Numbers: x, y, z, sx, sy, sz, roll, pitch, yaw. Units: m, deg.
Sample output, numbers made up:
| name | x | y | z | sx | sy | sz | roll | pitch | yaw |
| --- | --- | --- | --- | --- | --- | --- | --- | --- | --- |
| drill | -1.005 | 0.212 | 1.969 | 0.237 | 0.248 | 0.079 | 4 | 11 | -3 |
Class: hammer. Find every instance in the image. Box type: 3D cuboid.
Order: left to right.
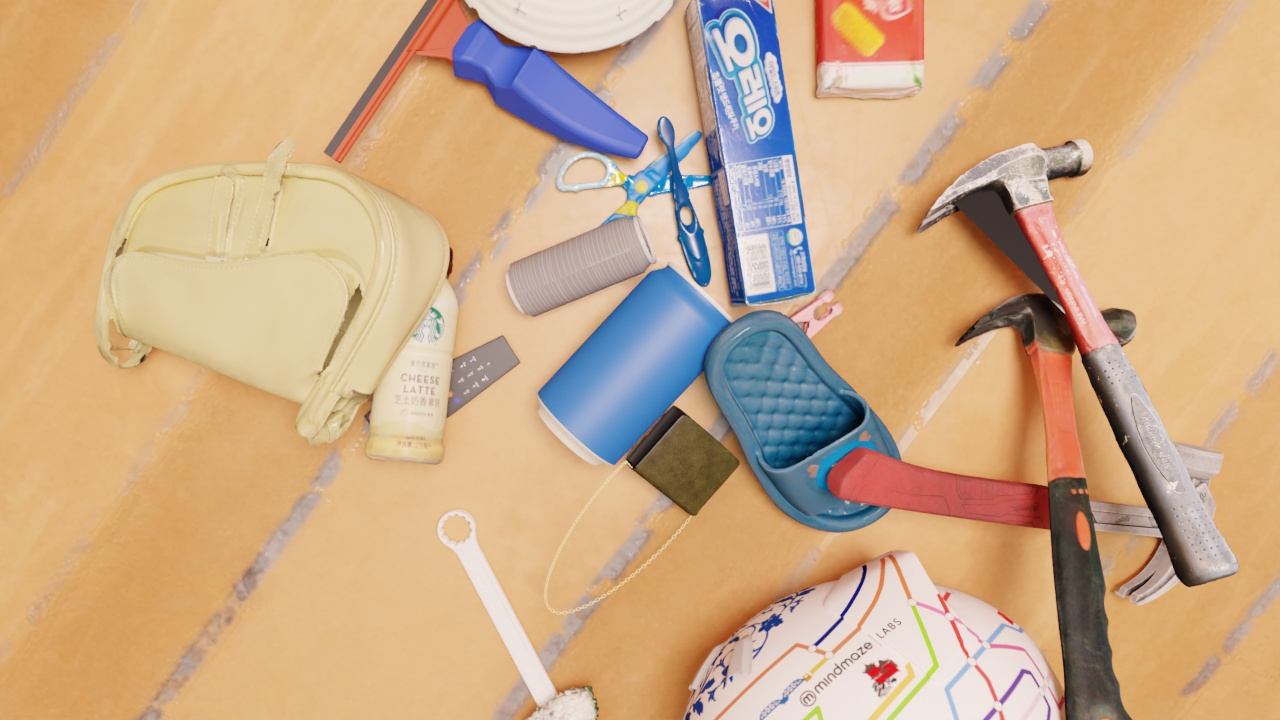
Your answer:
| name | x | y | z | sx | sy | sz | roll | pitch | yaw |
| --- | --- | --- | --- | --- | --- | --- | --- | --- | --- |
| hammer | 0.285 | 0.109 | 0.680 | 0.315 | 0.036 | 0.126 | 9 | 97 | -15 |
| hammer | 0.292 | 0.097 | 0.624 | 0.133 | 0.033 | 0.332 | 9 | 60 | -5 |
| hammer | 0.309 | -0.004 | 0.635 | 0.140 | 0.036 | 0.325 | -15 | 70 | -6 |

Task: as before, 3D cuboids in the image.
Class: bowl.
| name | x | y | z | sx | sy | sz | roll | pitch | yaw |
| --- | --- | --- | --- | --- | --- | --- | --- | --- | --- |
| bowl | -0.049 | -0.308 | 0.627 | 0.177 | 0.071 | 0.177 | 1 | 78 | -5 |

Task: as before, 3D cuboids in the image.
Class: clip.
| name | x | y | z | sx | sy | sz | roll | pitch | yaw |
| --- | --- | --- | --- | --- | --- | --- | --- | --- | --- |
| clip | 0.126 | -0.034 | 0.704 | 0.058 | 0.022 | 0.037 | -37 | 92 | -3 |

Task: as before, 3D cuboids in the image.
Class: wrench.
| name | x | y | z | sx | sy | sz | roll | pitch | yaw |
| --- | --- | --- | --- | --- | --- | --- | --- | --- | --- |
| wrench | -0.090 | 0.240 | 0.730 | 0.047 | 0.009 | 0.273 | -27 | 95 | 1 |

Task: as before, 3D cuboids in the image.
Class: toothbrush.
| name | x | y | z | sx | sy | sz | roll | pitch | yaw |
| --- | --- | --- | --- | --- | --- | --- | --- | --- | --- |
| toothbrush | 0.032 | -0.118 | 0.689 | 0.021 | 0.016 | 0.132 | -18 | 109 | -5 |

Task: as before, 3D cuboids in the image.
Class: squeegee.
| name | x | y | z | sx | sy | sz | roll | pitch | yaw |
| --- | --- | --- | --- | --- | --- | --- | --- | --- | --- |
| squeegee | -0.079 | -0.200 | 0.668 | 0.185 | 0.055 | 0.249 | 29 | 77 | -2 |

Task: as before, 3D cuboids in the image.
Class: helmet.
| name | x | y | z | sx | sy | sz | roll | pitch | yaw |
| --- | --- | --- | --- | --- | --- | --- | --- | --- | --- |
| helmet | 0.138 | 0.284 | 0.625 | 0.314 | 0.231 | 0.236 | -45 | 66 | -10 |

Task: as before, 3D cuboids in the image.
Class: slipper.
| name | x | y | z | sx | sy | sz | roll | pitch | yaw |
| --- | --- | --- | --- | --- | --- | --- | --- | --- | --- |
| slipper | 0.122 | 0.055 | 0.670 | 0.104 | 0.059 | 0.214 | -40 | 116 | 4 |

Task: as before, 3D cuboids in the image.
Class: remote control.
| name | x | y | z | sx | sy | sz | roll | pitch | yaw |
| --- | --- | --- | --- | --- | --- | --- | --- | --- | --- |
| remote control | -0.152 | 0.023 | 0.709 | 0.125 | 0.010 | 0.039 | -31 | 95 | 2 |

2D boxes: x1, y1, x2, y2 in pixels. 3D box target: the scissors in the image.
| name | x | y | z | sx | sy | sz | roll | pitch | yaw |
| --- | --- | --- | --- | --- | --- | --- | --- | --- | --- |
| scissors | -0.005 | -0.140 | 0.697 | 0.132 | 0.019 | 0.105 | -41 | 100 | 3 |

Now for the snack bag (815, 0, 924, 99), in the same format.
| name | x | y | z | sx | sy | sz | roll | pitch | yaw |
| --- | --- | --- | --- | --- | --- | --- | --- | --- | --- |
| snack bag | 0.168 | -0.254 | 0.676 | 0.077 | 0.036 | 0.116 | -2 | 95 | 0 |

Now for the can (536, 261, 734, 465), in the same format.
| name | x | y | z | sx | sy | sz | roll | pitch | yaw |
| --- | --- | --- | --- | --- | --- | --- | --- | --- | --- |
| can | -0.004 | 0.004 | 0.675 | 0.079 | 0.079 | 0.146 | 43 | 93 | -4 |

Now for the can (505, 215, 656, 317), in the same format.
| name | x | y | z | sx | sy | sz | roll | pitch | yaw |
| --- | --- | --- | --- | --- | --- | --- | --- | --- | --- |
| can | -0.044 | -0.070 | 0.678 | 0.107 | 0.044 | 0.044 | -21 | 95 | 11 |

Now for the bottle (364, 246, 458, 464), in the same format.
| name | x | y | z | sx | sy | sz | roll | pitch | yaw |
| --- | --- | --- | --- | --- | --- | --- | --- | --- | --- |
| bottle | -0.165 | -0.006 | 0.675 | 0.056 | 0.056 | 0.162 | 5 | 83 | -1 |

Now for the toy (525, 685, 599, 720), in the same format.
| name | x | y | z | sx | sy | sz | roll | pitch | yaw |
| --- | --- | --- | --- | --- | --- | --- | --- | --- | --- |
| toy | -0.071 | 0.311 | 0.713 | 0.109 | 0.041 | 0.095 | -24 | 96 | 7 |

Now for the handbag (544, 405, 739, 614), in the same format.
| name | x | y | z | sx | sy | sz | roll | pitch | yaw |
| --- | --- | --- | --- | --- | --- | --- | --- | --- | --- |
| handbag | -0.008 | 0.121 | 0.697 | 0.178 | 0.027 | 0.084 | -49 | 121 | -1 |

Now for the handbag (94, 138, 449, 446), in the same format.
| name | x | y | z | sx | sy | sz | roll | pitch | yaw |
| --- | --- | --- | --- | --- | --- | --- | --- | --- | --- |
| handbag | -0.264 | -0.055 | 0.633 | 0.233 | 0.088 | 0.191 | 18 | 89 | 15 |

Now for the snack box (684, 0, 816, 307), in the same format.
| name | x | y | z | sx | sy | sz | roll | pitch | yaw |
| --- | --- | --- | --- | --- | --- | --- | --- | --- | --- |
| snack box | 0.079 | -0.153 | 0.669 | 0.059 | 0.059 | 0.226 | -11 | 95 | -6 |
